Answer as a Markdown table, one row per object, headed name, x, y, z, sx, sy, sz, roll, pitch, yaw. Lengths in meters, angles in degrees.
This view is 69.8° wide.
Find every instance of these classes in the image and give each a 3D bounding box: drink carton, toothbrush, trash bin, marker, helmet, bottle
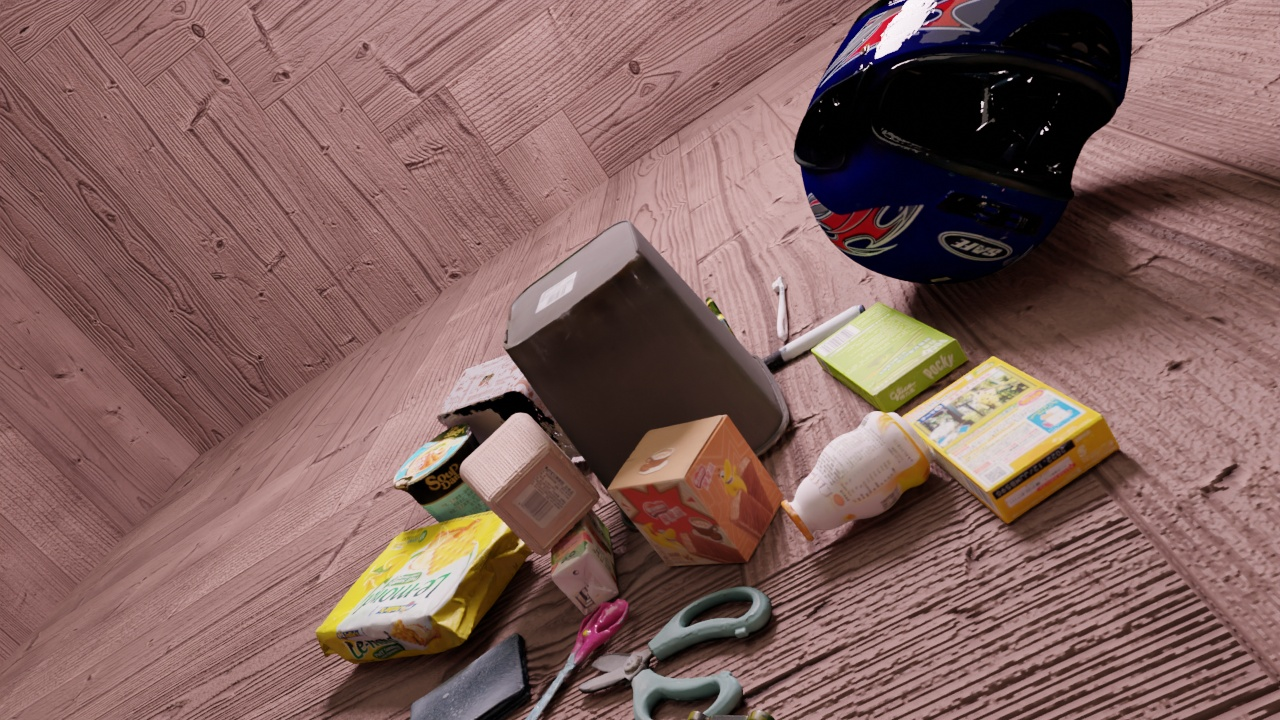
| name | x | y | z | sx | sy | sz | roll | pitch | yaw |
| --- | --- | --- | --- | --- | --- | --- | --- | --- | --- |
| drink carton | -0.055 | 0.176 | 0.842 | 0.045 | 0.053 | 0.122 | -35 | 17 | 3 |
| toothbrush | 0.166 | -0.062 | 1.094 | 0.016 | 0.016 | 0.179 | -37 | 16 | 22 |
| trash bin | -0.005 | 0.005 | 0.892 | 0.199 | 0.220 | 0.198 | -36 | 22 | 10 |
| toothbrush | 0.101 | -0.052 | 1.192 | 0.017 | 0.012 | 0.185 | -44 | 17 | 10 |
| marker | 0.179 | -0.022 | 0.968 | 0.131 | 0.018 | 0.022 | -31 | 11 | 18 |
| helmet | 0.282 | -0.191 | 0.835 | 0.316 | 0.247 | 0.240 | -171 | 90 | -74 |
| bottle | 0.155 | 0.086 | 0.669 | 0.108 | 0.063 | 0.063 | -37 | 18 | 1 |

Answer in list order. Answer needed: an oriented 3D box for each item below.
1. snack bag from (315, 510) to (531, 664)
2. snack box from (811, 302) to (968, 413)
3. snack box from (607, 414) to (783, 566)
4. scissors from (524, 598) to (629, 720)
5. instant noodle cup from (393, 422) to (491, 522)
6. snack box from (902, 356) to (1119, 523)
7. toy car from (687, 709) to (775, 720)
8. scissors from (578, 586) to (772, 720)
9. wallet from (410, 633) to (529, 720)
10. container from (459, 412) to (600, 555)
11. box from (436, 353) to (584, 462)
| name | x | y | z | sx | sy | sz | roll | pitch | yaw |
| --- | --- | --- | --- | --- | --- | --- | --- | --- | --- |
| snack bag | -0.218 | 0.239 | 0.958 | 0.247 | 0.068 | 0.157 | -20 | 23 | 40 |
| snack box | 0.221 | -0.006 | 0.837 | 0.086 | 0.026 | 0.156 | -36 | 18 | 1 |
| snack box | 0.046 | 0.110 | 0.759 | 0.093 | 0.094 | 0.076 | -16 | 27 | 46 |
| scissors | -0.060 | 0.247 | 0.743 | 0.136 | 0.017 | 0.072 | -49 | 12 | -20 |
| instant noodle cup | -0.207 | 0.153 | 1.067 | 0.111 | 0.120 | 0.111 | -31 | 18 | 11 |
| snack box | 0.250 | 0.050 | 0.640 | 0.087 | 0.034 | 0.140 | -35 | 20 | 3 |
| toy car | 0.051 | 0.233 | 0.539 | 0.091 | 0.035 | 0.042 | -19 | 23 | 43 |
| scissors | 0.026 | 0.210 | 0.672 | 0.179 | 0.019 | 0.161 | -15 | 29 | 53 |
| wallet | -0.148 | 0.291 | 0.786 | 0.121 | 0.019 | 0.097 | -35 | 17 | -2 |
| container | -0.101 | 0.115 | 0.854 | 0.089 | 0.090 | 0.111 | -44 | 20 | -10 |
| box | -0.111 | 0.033 | 1.128 | 0.181 | 0.158 | 0.216 | -17 | 27 | 46 |
